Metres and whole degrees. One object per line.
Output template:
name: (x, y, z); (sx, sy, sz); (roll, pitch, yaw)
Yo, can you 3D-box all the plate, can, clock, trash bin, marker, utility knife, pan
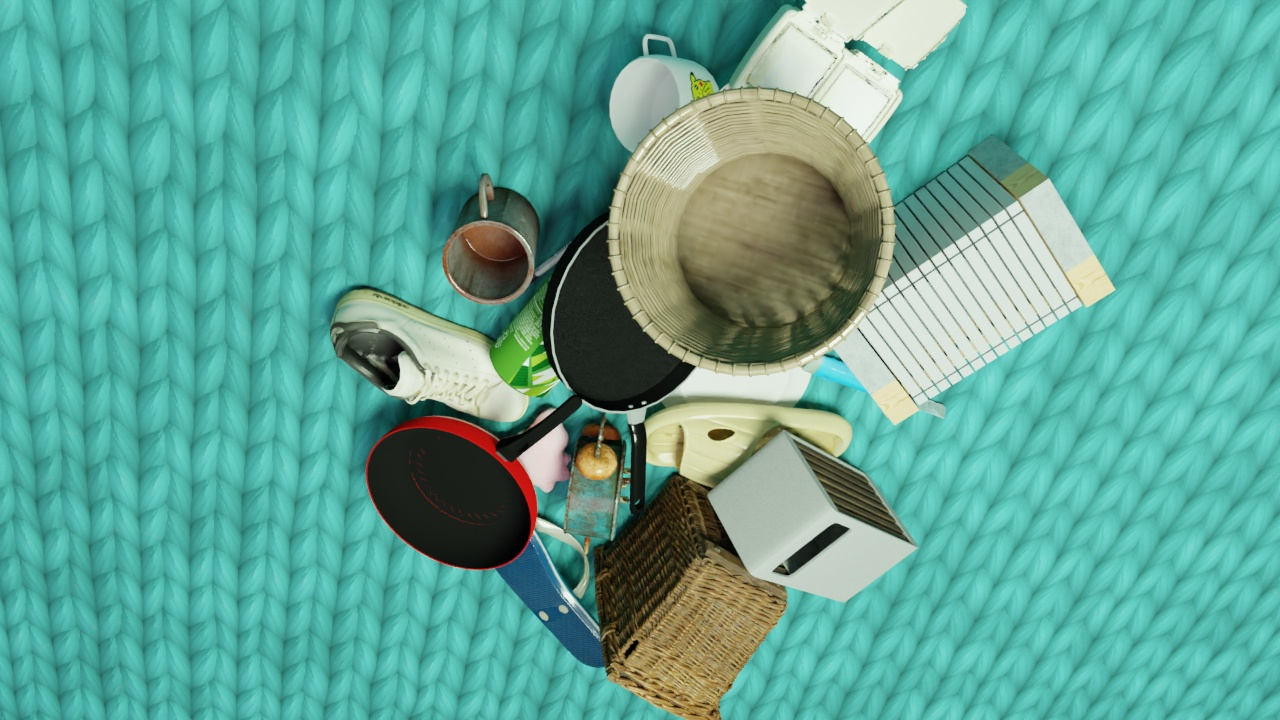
plate: (0.108, 0.012, 1.072); (0.188, 0.016, 0.189); (0, 120, -1)
can: (-0.093, -0.035, 1.003); (0.083, 0.083, 0.144); (35, 113, -19)
clock: (-0.045, 0.136, 1.084); (0.073, 0.121, 0.158); (7, 113, 0)
trash bin: (0.203, 0.186, 1.066); (0.115, 0.114, 0.228); (-43, 140, 17)
marker: (-0.078, -0.122, 0.995); (0.152, 0.011, 0.011); (-35, 115, 18)
trash bin: (0.313, -0.083, 0.949); (0.247, 0.142, 0.142); (-35, 115, 17)
utility knife: (0.283, 0.033, 1.089); (0.196, 0.015, 0.031); (21, 120, -13)
pan: (-0.170, 0.117, 1.028); (0.209, 0.067, 0.357); (44, 124, -11)
pan: (-0.006, 0.006, 0.981); (0.224, 0.034, 0.357); (-15, 119, -34)

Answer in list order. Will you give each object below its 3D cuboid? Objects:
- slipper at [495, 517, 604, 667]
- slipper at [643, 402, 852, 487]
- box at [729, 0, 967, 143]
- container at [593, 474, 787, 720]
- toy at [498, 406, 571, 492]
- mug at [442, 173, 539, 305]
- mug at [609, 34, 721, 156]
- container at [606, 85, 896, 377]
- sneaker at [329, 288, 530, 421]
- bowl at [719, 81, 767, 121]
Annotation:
slipper: (-0.122, 0.269, 1.179); (0.118, 0.060, 0.295); (-27, 102, 41)
slipper: (0.124, 0.106, 1.079); (0.261, 0.079, 0.111); (-1, 137, -4)
box: (0.184, -0.275, 0.835); (0.145, 0.065, 0.186); (29, 135, -14)
container: (0.061, 0.270, 1.099); (0.162, 0.249, 0.183); (32, 106, -18)
toy: (-0.122, 0.112, 1.105); (0.102, 0.050, 0.093); (-33, 106, 13)
mug: (-0.151, -0.134, 0.933); (0.096, 0.110, 0.123); (-3, 120, -6)
mug: (0.023, -0.251, 0.875); (0.094, 0.067, 0.115); (-3, 96, 41)
container: (0.103, -0.108, 0.815); (0.227, 0.196, 0.227); (1, 95, 12)
sneaker: (-0.231, 0.010, 1.015); (0.241, 0.102, 0.089); (29, 115, -17)
bowl: (0.116, -0.236, 0.916); (0.110, 0.040, 0.110); (0, 119, 0)
